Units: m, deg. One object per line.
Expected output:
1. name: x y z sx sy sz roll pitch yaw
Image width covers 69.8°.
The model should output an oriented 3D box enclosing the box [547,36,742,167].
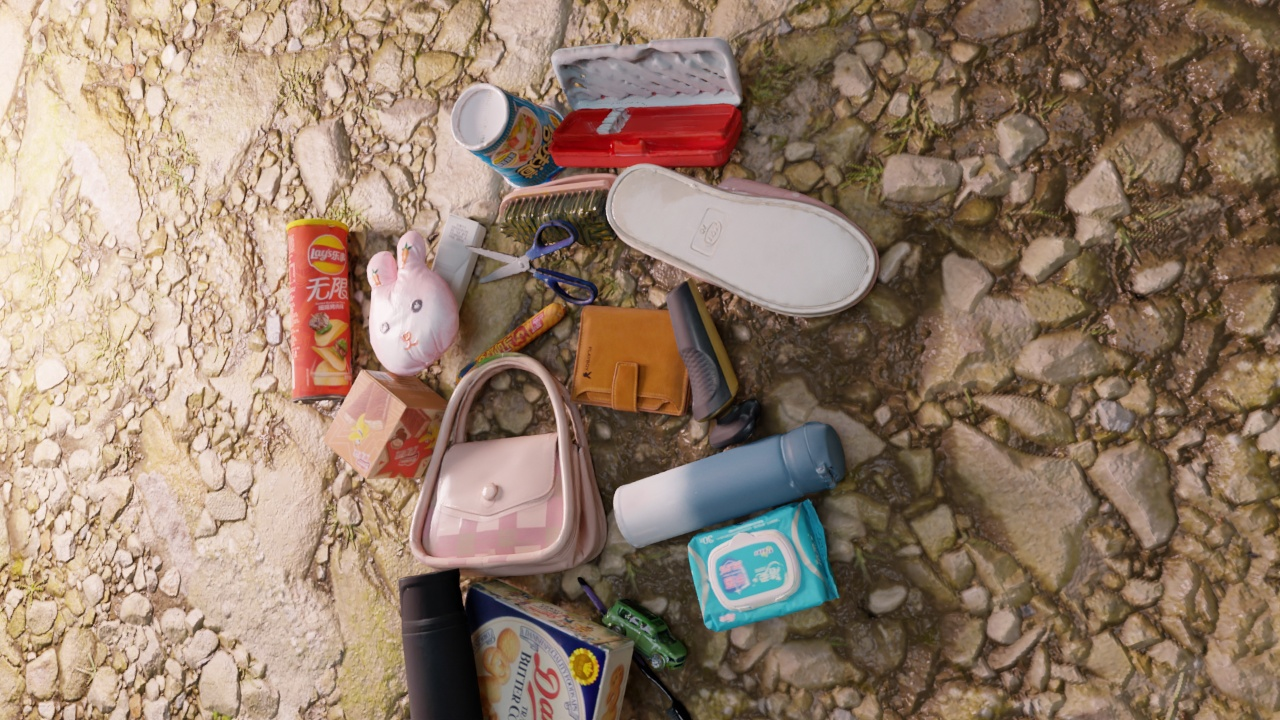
1. box: -0.004 -0.254 0.917 0.201 0.100 0.094 5 53 26

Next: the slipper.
1. slipper: 0.094 -0.119 0.885 0.274 0.054 0.114 20 97 18

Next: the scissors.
1. scissors: -0.116 -0.107 0.978 0.162 0.012 0.163 33 138 6

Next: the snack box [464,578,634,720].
1. snack box: -0.106 0.328 0.887 0.183 0.045 0.178 13 94 33

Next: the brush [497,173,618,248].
1. brush: -0.086 -0.162 0.975 0.146 0.063 0.072 0 56 27

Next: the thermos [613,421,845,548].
1. thermos: 0.083 0.117 0.864 0.221 0.070 0.070 -22 76 21

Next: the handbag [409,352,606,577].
1. handbag: -0.140 0.107 0.965 0.194 0.093 0.234 -8 75 23

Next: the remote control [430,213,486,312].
1. remote control: -0.217 -0.102 1.047 0.049 0.024 0.125 20 93 25

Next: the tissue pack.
1. tissue pack: 0.114 0.190 0.848 0.134 0.050 0.093 -23 75 21

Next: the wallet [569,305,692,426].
1. wallet: -0.006 0.005 0.935 0.131 0.035 0.119 5 80 25

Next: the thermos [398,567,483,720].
1. thermos: -0.189 0.326 0.882 0.090 0.068 0.242 149 114 -63

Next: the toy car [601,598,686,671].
1. toy car: 0.006 0.268 0.894 0.091 0.043 0.036 32 98 24

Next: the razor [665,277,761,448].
1. razor: 0.066 0.000 0.877 0.062 0.067 0.167 -34 74 60

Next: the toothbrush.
1. toothbrush: -0.008 0.292 0.916 0.189 0.014 0.017 49 117 21

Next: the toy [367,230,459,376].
1. toy: -0.260 -0.064 1.023 0.121 0.054 0.159 -31 68 23

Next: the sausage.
1. sausage: -0.144 -0.016 1.005 0.165 0.021 0.021 -35 72 18

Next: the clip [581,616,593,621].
1. clip: -0.057 0.318 0.934 0.035 0.087 0.104 -10 53 25

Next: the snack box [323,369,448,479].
1. snack box: -0.276 0.072 1.019 0.077 0.092 0.094 34 99 24

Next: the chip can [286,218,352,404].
1. chip can: -0.382 -0.057 1.093 0.073 0.073 0.216 -7 81 24

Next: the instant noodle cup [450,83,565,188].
1. instant noodle cup: -0.142 -0.243 0.978 0.099 0.109 0.099 -3 83 24
